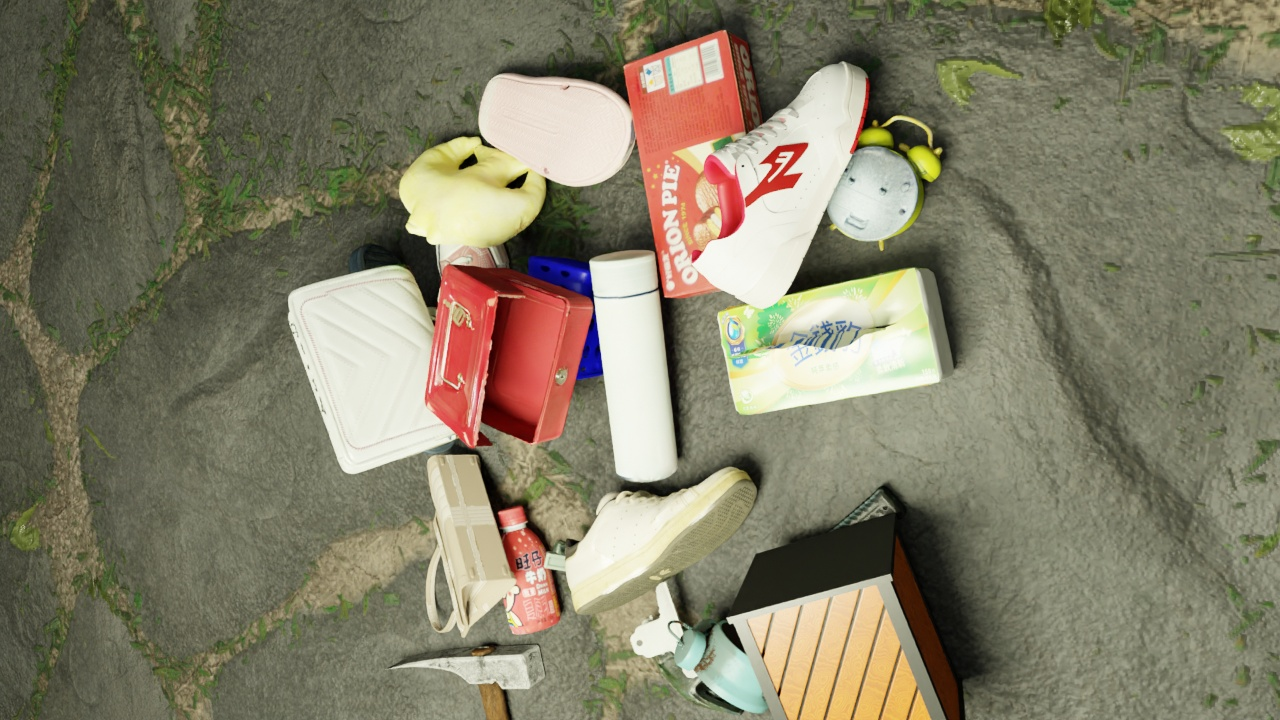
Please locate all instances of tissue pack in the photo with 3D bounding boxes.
[{"bbox_3d":[0.162,-0.014,0.815,0.198,0.141,0.120,-19,86,28],"label":"tissue pack"}]

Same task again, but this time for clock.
[{"bbox_3d":[0.217,-0.160,0.820,0.083,0.057,0.119,31,109,23],"label":"clock"},{"bbox_3d":[0.081,0.286,0.886,0.124,0.090,0.053,33,96,17],"label":"clock"}]

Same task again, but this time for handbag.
[{"bbox_3d":[-0.221,0.241,1.069,0.198,0.062,0.175,-63,38,36],"label":"handbag"},{"bbox_3d":[-0.278,0.008,0.975,0.096,0.141,0.198,-34,75,64],"label":"handbag"}]

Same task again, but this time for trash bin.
[{"bbox_3d":[0.186,0.256,0.807,0.140,0.139,0.172,-21,94,20],"label":"trash bin"}]

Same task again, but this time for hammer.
[{"bbox_3d":[0.137,0.237,0.918,0.319,0.032,0.130,-47,73,23],"label":"hammer"},{"bbox_3d":[-0.191,0.496,1.113,0.218,0.037,0.300,-12,90,28],"label":"hammer"}]

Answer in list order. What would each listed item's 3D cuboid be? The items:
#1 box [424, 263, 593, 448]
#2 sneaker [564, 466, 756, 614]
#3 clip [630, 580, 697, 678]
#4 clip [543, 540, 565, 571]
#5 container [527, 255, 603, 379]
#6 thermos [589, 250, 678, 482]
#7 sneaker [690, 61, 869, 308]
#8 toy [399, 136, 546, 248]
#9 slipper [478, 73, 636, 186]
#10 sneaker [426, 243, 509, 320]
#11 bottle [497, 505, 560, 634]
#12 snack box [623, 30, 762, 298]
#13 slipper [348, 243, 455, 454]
[{"bbox_3d":[-0.133,-0.008,0.910,0.137,0.127,0.157,29,113,44],"label":"box"},{"bbox_3d":[0.011,0.168,0.956,0.242,0.088,0.102,-39,57,20],"label":"sneaker"},{"bbox_3d":[0.021,0.285,0.957,0.054,0.043,0.101,-20,84,15],"label":"clip"},{"bbox_3d":[-0.067,0.226,1.026,0.076,0.061,0.023,16,104,11],"label":"clip"},{"bbox_3d":[-0.078,-0.047,0.971,0.084,0.085,0.114,16,101,25],"label":"container"},{"bbox_3d":[-0.005,0.005,0.925,0.068,0.067,0.230,1,107,28],"label":"thermos"},{"bbox_3d":[0.113,-0.171,0.807,0.104,0.090,0.236,26,86,-10],"label":"sneaker"},{"bbox_3d":[-0.192,-0.182,1.003,0.170,0.154,0.065,27,151,21],"label":"toy"},{"bbox_3d":[-0.093,-0.249,0.975,0.222,0.055,0.107,25,107,35],"label":"slipper"},{"bbox_3d":[-0.188,-0.056,1.025,0.118,0.087,0.241,-23,82,28],"label":"sneaker"},{"bbox_3d":[-0.133,0.235,1.041,0.062,0.061,0.137,-15,87,28],"label":"bottle"},{"bbox_3d":[0.064,-0.185,0.895,0.113,0.060,0.236,-10,90,28],"label":"snack box"},{"bbox_3d":[-0.300,-0.006,1.085,0.083,0.101,0.263,-25,81,28],"label":"slipper"}]
